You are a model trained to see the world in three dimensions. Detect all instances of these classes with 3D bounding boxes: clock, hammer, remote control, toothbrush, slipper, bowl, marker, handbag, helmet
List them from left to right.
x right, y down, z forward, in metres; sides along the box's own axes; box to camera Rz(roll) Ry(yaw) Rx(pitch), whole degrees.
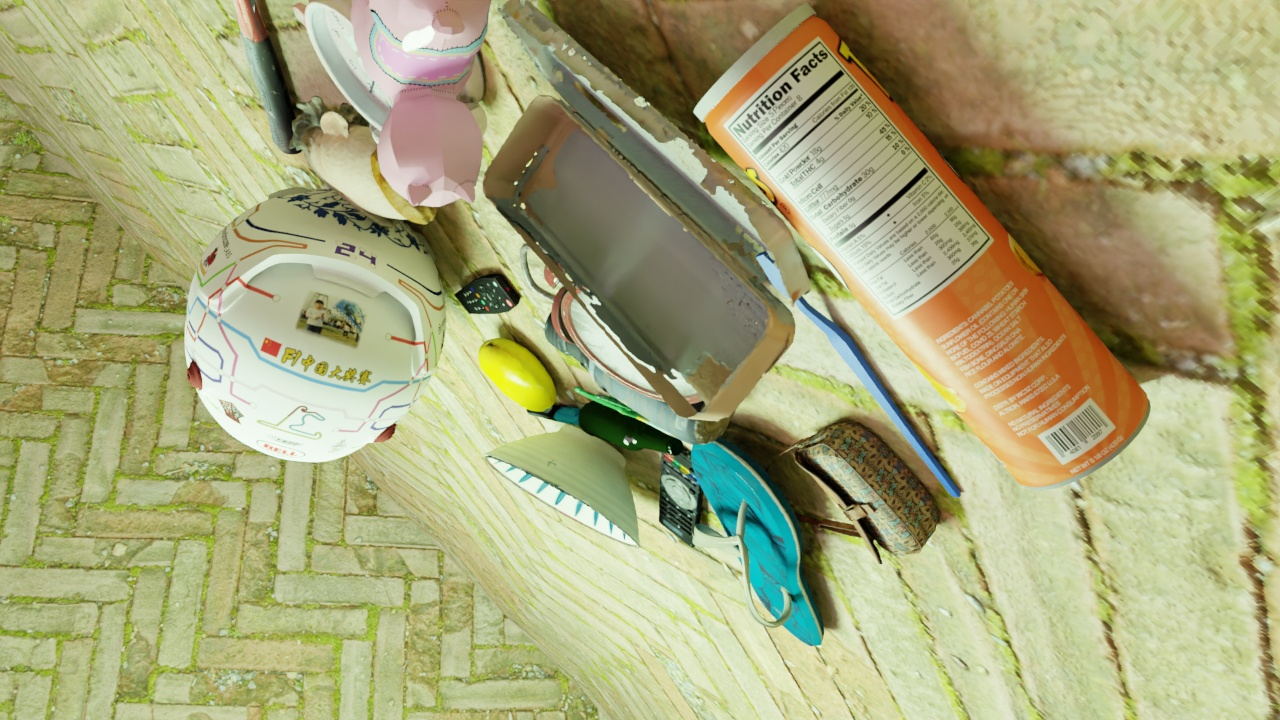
[{"bbox_3d":[-0.329,-0.279,0.795,0.140,0.036,0.327,44,158,9],"label":"hammer"},{"bbox_3d":[-0.304,-0.048,0.881,0.231,0.236,0.314,20,-172,-23],"label":"helmet"},{"bbox_3d":[-0.157,-0.190,0.613,0.117,0.058,0.158,23,148,44],"label":"clock"},{"bbox_3d":[-0.147,-0.061,0.868,0.039,0.010,0.125,53,156,-16],"label":"remote control"},{"bbox_3d":[-0.088,0.053,0.944,0.015,0.018,0.123,54,156,-21],"label":"marker"},{"bbox_3d":[-0.062,0.112,0.908,0.177,0.070,0.177,28,163,9],"label":"bowl"},{"bbox_3d":[-0.006,-0.038,0.588,0.157,0.061,0.110,24,151,16],"label":"clock"},{"bbox_3d":[0.039,0.122,0.838,0.045,0.021,0.141,34,150,24],"label":"remote control"},{"bbox_3d":[0.087,0.163,0.755,0.118,0.060,0.295,42,163,43],"label":"slipper"},{"bbox_3d":[0.120,0.096,0.637,0.093,0.043,0.196,48,161,-4],"label":"handbag"},{"bbox_3d":[0.127,0.008,0.516,0.187,0.011,0.017,49,157,-13],"label":"toothbrush"}]

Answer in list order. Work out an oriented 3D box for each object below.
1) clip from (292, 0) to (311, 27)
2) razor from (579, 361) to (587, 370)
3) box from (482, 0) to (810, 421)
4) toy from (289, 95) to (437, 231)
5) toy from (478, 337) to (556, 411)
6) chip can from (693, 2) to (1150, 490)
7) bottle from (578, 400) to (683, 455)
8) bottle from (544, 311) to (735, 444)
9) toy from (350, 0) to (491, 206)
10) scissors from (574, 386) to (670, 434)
[{"bbox_3d":[-0.233,-0.253,0.699,0.059,0.039,0.023,49,161,-19],"label":"clip"},{"bbox_3d":[0.007,0.025,0.731,0.144,0.021,0.044,26,168,41],"label":"razor"},{"bbox_3d":[-0.014,-0.079,0.468,0.094,0.121,0.217,5,-143,-52],"label":"box"},{"bbox_3d":[-0.206,-0.154,0.729,0.176,0.076,0.132,32,172,47],"label":"toy"},{"bbox_3d":[-0.123,0.015,0.916,0.096,0.041,0.094,11,144,53],"label":"toy"},{"bbox_3d":[0.115,-0.044,0.378,0.210,0.062,0.062,48,157,-4],"label":"chip can"},{"bbox_3d":[-0.008,0.062,0.802,0.123,0.033,0.033,15,142,51],"label":"bottle"},{"bbox_3d":[-0.004,0.004,0.670,0.161,0.056,0.056,31,153,33],"label":"bottle"},{"bbox_3d":[-0.115,-0.166,0.493,0.123,0.067,0.157,158,103,-67],"label":"toy"},{"bbox_3d":[-0.004,0.041,0.716,0.078,0.013,0.132,24,179,19],"label":"scissors"}]
